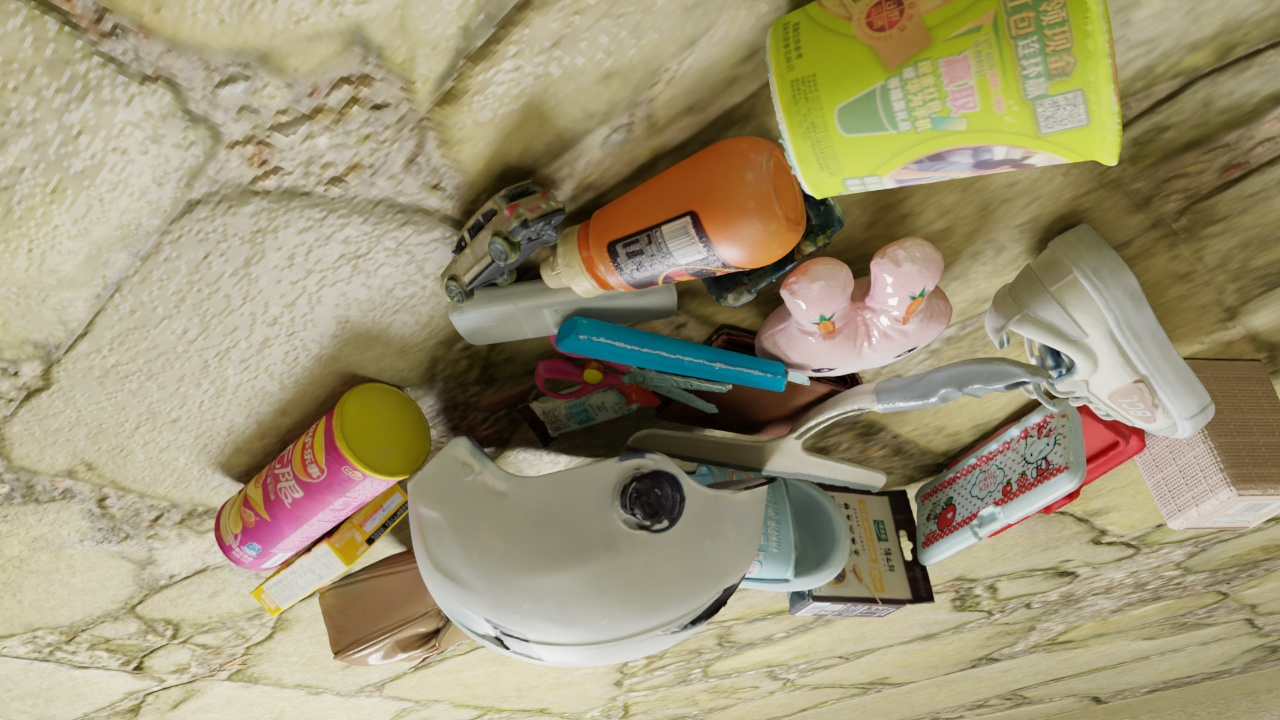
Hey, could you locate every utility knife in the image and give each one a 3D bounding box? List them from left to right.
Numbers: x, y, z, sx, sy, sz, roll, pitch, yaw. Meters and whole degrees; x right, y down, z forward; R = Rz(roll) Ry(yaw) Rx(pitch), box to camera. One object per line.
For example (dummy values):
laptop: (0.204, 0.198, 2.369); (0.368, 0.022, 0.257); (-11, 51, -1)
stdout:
utility knife: (0.028, -0.002, 0.555); (0.159, 0.018, 0.034); (12, 159, -7)

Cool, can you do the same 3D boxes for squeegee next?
squeegee: (0.156, 0.031, 0.606); (0.246, 0.039, 0.247); (13, 156, -30)

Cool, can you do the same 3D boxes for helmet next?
helmet: (-0.037, 0.138, 0.646); (0.258, 0.145, 0.229); (7, 171, -13)

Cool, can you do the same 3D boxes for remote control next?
remote control: (-0.046, -0.034, 0.555); (0.136, 0.020, 0.056); (-8, 161, 3)

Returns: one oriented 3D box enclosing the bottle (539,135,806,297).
bottle: (0.010, -0.067, 0.487); (0.150, 0.066, 0.066); (-16, 147, 28)

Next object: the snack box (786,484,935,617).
snack box: (0.191, 0.174, 0.843); (0.125, 0.113, 0.053); (9, 146, -22)

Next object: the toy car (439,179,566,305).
toy car: (-0.078, -0.061, 0.494); (0.042, 0.035, 0.091); (-30, 176, -45)

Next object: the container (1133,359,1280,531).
container: (0.451, 0.070, 0.723); (0.090, 0.110, 0.090); (1, 148, -11)

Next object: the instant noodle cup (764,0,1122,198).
instant noodle cup: (0.121, -0.120, 0.382); (0.124, 0.111, 0.111); (-11, 148, 23)

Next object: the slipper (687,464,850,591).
slipper: (0.053, 0.134, 0.775); (0.245, 0.103, 0.074); (0, 147, 3)

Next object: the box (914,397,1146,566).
box: (0.317, 0.115, 0.775); (0.095, 0.101, 0.202); (31, 141, -3)

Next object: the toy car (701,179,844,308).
toy car: (0.072, -0.066, 0.513); (0.091, 0.043, 0.034); (-36, 171, 32)

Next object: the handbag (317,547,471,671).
handbag: (-0.182, 0.213, 0.818); (0.148, 0.099, 0.204); (-24, 169, 14)

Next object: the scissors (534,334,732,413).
scissors: (-0.001, 0.003, 0.608); (0.137, 0.017, 0.084); (7, 128, -1)

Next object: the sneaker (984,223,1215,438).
sneaker: (0.305, 0.007, 0.615); (0.091, 0.089, 0.242); (-39, 134, 19)

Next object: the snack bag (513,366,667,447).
snack bag: (-0.037, 0.030, 0.658); (0.104, 0.026, 0.048); (-21, 123, 23)

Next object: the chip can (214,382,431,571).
chip can: (-0.242, 0.092, 0.682); (0.071, 0.071, 0.211); (22, 139, -37)

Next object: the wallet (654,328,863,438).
wallet: (0.084, 0.023, 0.667); (0.124, 0.032, 0.101); (13, 146, -27)

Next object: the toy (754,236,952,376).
toy: (0.126, -0.027, 0.548); (0.121, 0.054, 0.159); (-13, 162, 8)

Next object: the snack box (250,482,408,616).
snack box: (-0.259, 0.159, 0.772); (0.141, 0.086, 0.034); (-36, 98, 37)
